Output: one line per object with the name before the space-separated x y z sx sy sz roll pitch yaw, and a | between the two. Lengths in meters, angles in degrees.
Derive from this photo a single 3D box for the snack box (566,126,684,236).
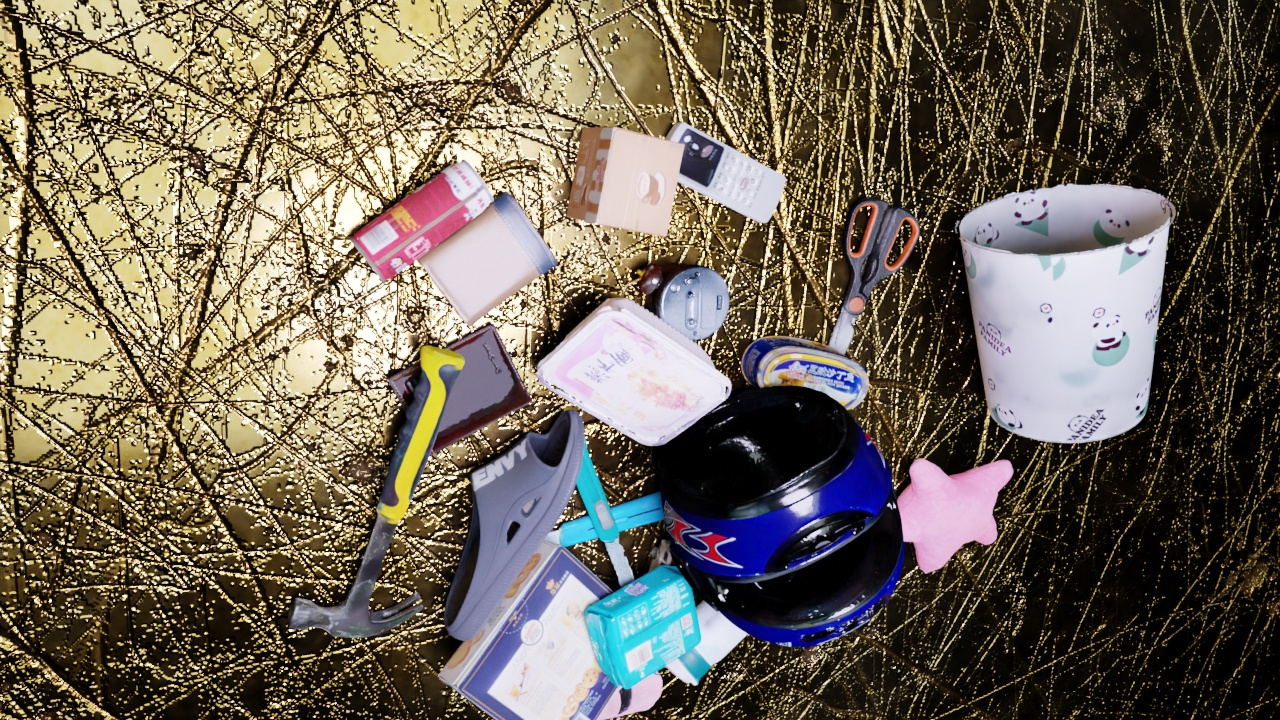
snack box | -0.017 -0.179 0.918 0.077 0.094 0.093 8 100 -24

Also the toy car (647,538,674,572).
toy car | 0.029 0.256 1.080 0.042 0.035 0.090 14 100 -22

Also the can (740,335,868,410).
can | 0.193 0.016 1.071 0.148 0.049 0.075 12 102 -20

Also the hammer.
hammer | -0.244 0.139 0.924 0.126 0.032 0.323 17 103 -27

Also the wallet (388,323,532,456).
wallet | -0.184 0.030 0.946 0.122 0.020 0.096 -29 112 -15

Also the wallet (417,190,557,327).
wallet | -0.152 -0.101 0.919 0.115 0.033 0.090 -39 111 -8

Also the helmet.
helmet | 0.156 0.175 0.952 0.247 0.315 0.240 -29 103 -4

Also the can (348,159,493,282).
can | -0.207 -0.134 0.875 0.132 0.053 0.053 -38 114 -9

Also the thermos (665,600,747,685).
thermos | 0.115 0.294 1.108 0.224 0.073 0.073 -42 114 -7

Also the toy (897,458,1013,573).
toy | 0.387 0.206 1.193 0.194 0.074 0.179 0 113 -19

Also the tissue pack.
tissue pack | 0.008 0.292 1.019 0.133 0.050 0.093 -20 106 -34

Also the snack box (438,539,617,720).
snack box | -0.096 0.320 1.005 0.182 0.046 0.177 49 66 -28

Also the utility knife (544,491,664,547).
utility knife | -0.049 0.188 1.040 0.194 0.018 0.034 -15 109 -17

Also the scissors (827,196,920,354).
scissors | 0.246 -0.086 1.096 0.143 0.021 0.235 39 94 -17

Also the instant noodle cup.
instant noodle cup | -0.006 0.006 0.964 0.173 0.060 0.138 34 128 -24

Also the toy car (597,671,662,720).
toy car | -0.029 0.398 1.091 0.122 0.037 0.056 -4 106 -22

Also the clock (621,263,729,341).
clock | 0.037 -0.065 0.991 0.121 0.055 0.082 -4 106 -20

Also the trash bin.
trash bin | 0.507 -0.055 1.100 0.229 0.229 0.252 -22 116 -16

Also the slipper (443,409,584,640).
slipper | -0.147 0.162 0.946 0.083 0.110 0.268 29 95 -21

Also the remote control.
remote control | 0.089 -0.203 0.996 0.150 0.021 0.058 21 95 -26

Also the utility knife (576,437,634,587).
utility knife | -0.044 0.167 1.022 0.029 0.013 0.223 -23 102 -10
